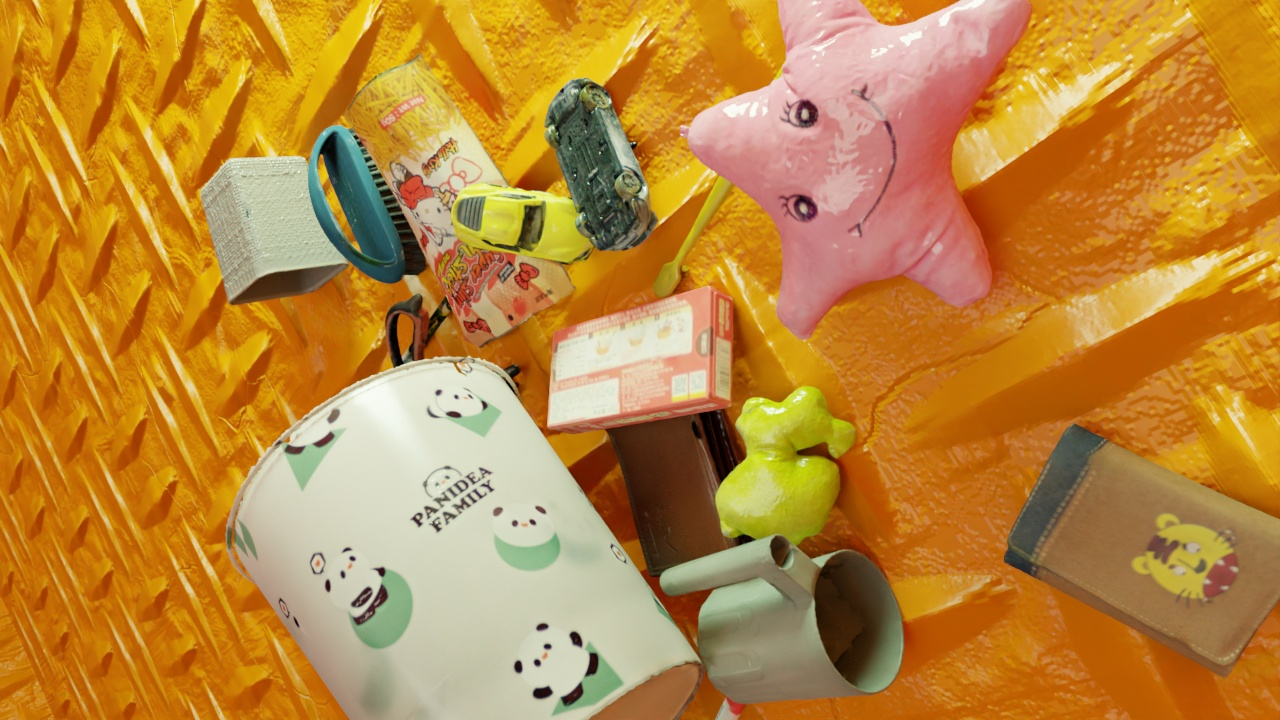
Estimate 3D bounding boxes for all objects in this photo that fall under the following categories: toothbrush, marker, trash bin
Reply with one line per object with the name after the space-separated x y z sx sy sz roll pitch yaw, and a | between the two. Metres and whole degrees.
0.056 -0.111 0.563 0.015 0.016 0.191 47 127 21 | toothbrush
-0.207 -0.007 0.821 0.186 0.017 0.012 -43 68 40 | toothbrush
0.058 0.286 0.692 0.017 0.017 0.145 34 124 28 | marker
-0.106 0.162 0.602 0.252 0.229 0.230 45 129 28 | trash bin

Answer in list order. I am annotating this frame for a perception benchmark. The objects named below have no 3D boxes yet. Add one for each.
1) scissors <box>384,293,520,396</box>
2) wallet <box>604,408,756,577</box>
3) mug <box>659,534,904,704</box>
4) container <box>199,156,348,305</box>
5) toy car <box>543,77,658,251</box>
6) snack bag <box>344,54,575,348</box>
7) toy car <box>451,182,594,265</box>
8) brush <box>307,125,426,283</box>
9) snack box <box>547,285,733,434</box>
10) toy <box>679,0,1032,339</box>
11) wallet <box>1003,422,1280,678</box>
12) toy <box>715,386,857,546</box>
-0.175 0.041 0.791 0.227 0.015 0.189 -22 108 36 | scissors
0.025 0.085 0.637 0.101 0.032 0.124 -26 77 47 | wallet
0.084 0.157 0.569 0.124 0.083 0.104 42 138 -18 | mug
-0.345 -0.123 0.856 0.090 0.090 0.114 -22 86 42 | container
-0.027 -0.131 0.615 0.054 0.036 0.120 -36 70 42 | toy car
-0.144 -0.117 0.709 0.129 0.073 0.208 -27 94 42 | snack bag
-0.082 -0.097 0.647 0.105 0.032 0.048 10 100 5 | toy car
-0.236 -0.130 0.768 0.055 0.073 0.144 -30 84 49 | brush
-0.004 0.004 0.625 0.153 0.025 0.075 -14 67 42 | snack box
0.101 -0.102 0.484 0.179 0.074 0.195 14 112 28 | toy
0.250 0.094 0.455 0.115 0.033 0.090 28 120 27 | wallet
0.090 0.070 0.568 0.097 0.031 0.100 -14 91 15 | toy
